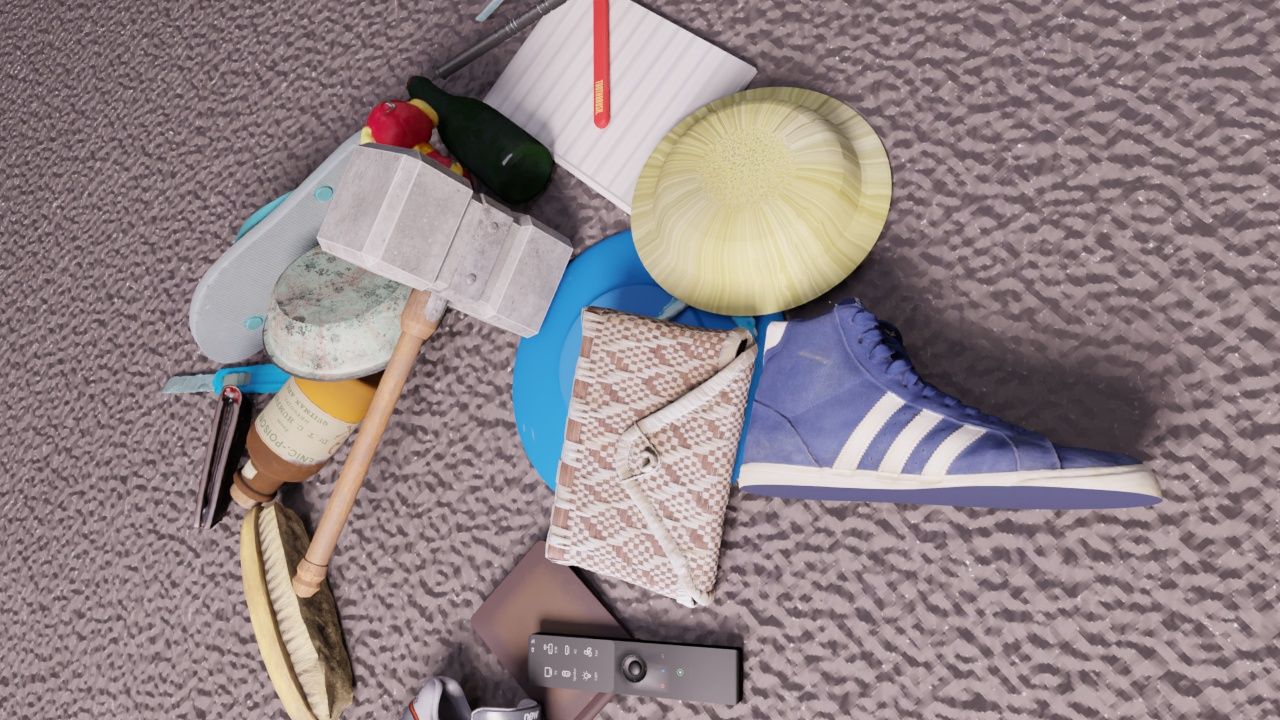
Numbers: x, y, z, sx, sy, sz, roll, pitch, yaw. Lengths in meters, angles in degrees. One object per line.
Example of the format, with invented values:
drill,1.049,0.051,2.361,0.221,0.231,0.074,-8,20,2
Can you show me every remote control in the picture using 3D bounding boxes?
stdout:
remote control,-0.006,0.204,0.611,0.150,0.013,0.034,-2,82,20

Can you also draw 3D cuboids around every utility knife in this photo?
utility knife,-0.087,-0.360,0.809,0.166,0.015,0.022,-41,62,10
utility knife,-0.372,0.020,0.857,0.222,0.015,0.031,-5,70,27

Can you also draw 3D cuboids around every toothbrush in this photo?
toothbrush,-0.035,-0.288,0.752,0.012,0.018,0.212,-8,72,24

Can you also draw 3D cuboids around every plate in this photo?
plate,0.076,-0.122,0.632,0.185,0.036,0.184,-7,67,16
plate,-0.004,0.004,0.666,0.225,0.024,0.224,-7,74,25

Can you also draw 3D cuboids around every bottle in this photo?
bottle,-0.288,0.060,0.772,0.157,0.067,0.068,-48,61,8
bottle,-0.146,-0.197,0.775,0.174,0.055,0.055,42,97,30

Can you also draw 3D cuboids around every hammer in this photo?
hammer,-0.026,-0.302,0.719,0.326,0.095,0.015,-24,67,20
hammer,-0.183,0.023,0.667,0.083,0.162,0.317,20,86,43

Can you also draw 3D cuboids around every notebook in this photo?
notebook,-0.026,-0.219,0.746,0.210,0.009,0.142,39,95,29

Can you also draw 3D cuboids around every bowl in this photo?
bowl,-0.236,-0.053,0.747,0.157,0.039,0.157,-5,47,5

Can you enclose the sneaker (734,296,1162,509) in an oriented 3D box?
sneaker,0.172,0.021,0.541,0.234,0.091,0.118,-5,72,34

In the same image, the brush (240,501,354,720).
brush,-0.276,0.202,0.735,0.043,0.059,0.195,-29,67,8

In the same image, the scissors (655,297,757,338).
scissors,0.052,-0.070,0.649,0.134,0.011,0.139,-41,60,-3

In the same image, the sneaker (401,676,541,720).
sneaker,-0.088,0.288,0.598,0.240,0.088,0.124,12,86,32

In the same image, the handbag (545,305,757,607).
handbag,0.004,0.061,0.609,0.124,0.047,0.186,12,96,27

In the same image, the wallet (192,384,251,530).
wallet,-0.361,0.083,0.795,0.099,0.031,0.120,164,117,-70

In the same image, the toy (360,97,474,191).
toy,-0.175,-0.146,0.745,0.106,0.067,0.137,-9,112,47

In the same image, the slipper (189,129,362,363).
slipper,-0.311,-0.112,0.812,0.269,0.098,0.054,-46,63,8

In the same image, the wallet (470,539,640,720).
wallet,-0.057,0.195,0.651,0.115,0.018,0.091,44,98,25
